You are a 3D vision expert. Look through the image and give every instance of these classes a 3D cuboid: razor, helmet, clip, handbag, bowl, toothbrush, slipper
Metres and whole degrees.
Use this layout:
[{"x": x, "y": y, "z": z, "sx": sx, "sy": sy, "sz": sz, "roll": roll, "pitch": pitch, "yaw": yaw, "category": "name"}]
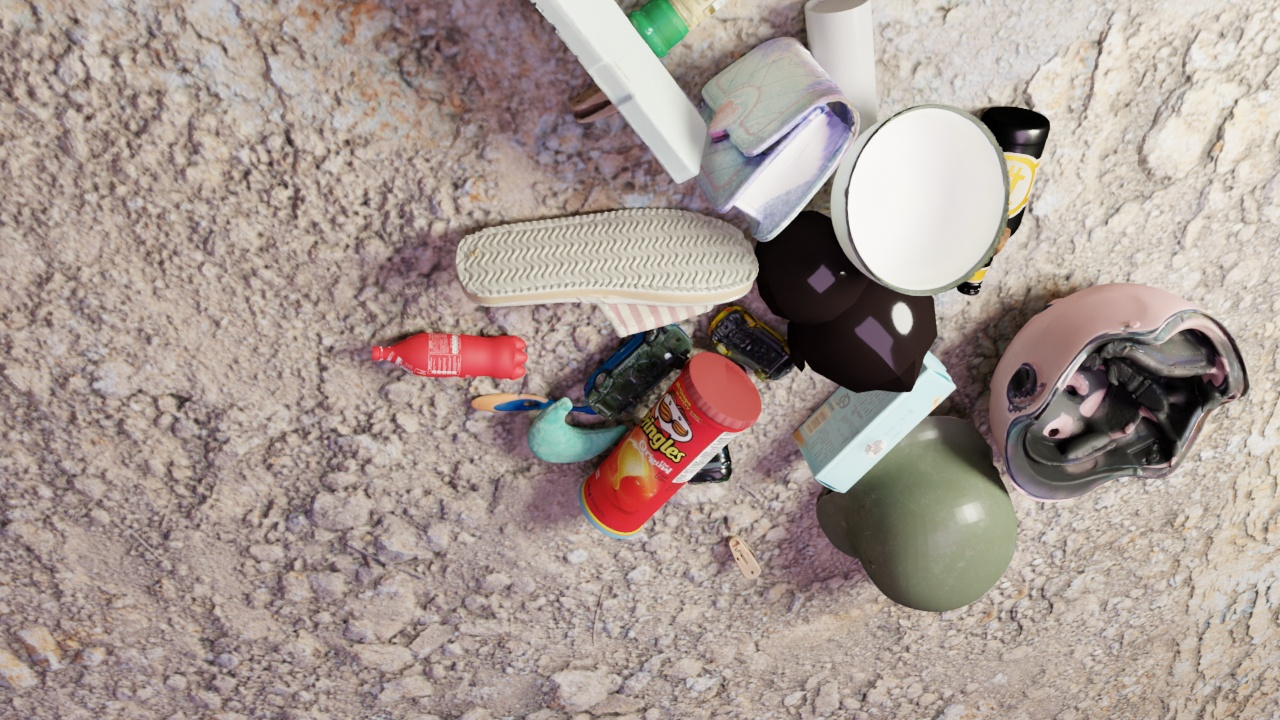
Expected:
[{"x": 0.083, "y": 0.070, "z": 0.962, "sx": 0.052, "sy": 0.064, "sz": 0.141, "roll": -10, "pitch": 127, "yaw": -44, "category": "razor"}, {"x": 0.474, "y": 0.026, "z": 0.969, "sx": 0.229, "sy": 0.152, "sz": 0.256, "roll": 12, "pitch": 123, "yaw": -24, "category": "helmet"}, {"x": 0.124, "y": 0.236, "z": 1.109, "sx": 0.026, "sy": 0.061, "sz": 0.049, "roll": -25, "pitch": 154, "yaw": 5, "category": "clip"}, {"x": 0.336, "y": 0.192, "z": 1.054, "sx": 0.227, "sy": 0.153, "sz": 0.268, "roll": -17, "pitch": 127, "yaw": -2, "category": "helmet"}, {"x": 0.096, "y": -0.185, "z": 0.724, "sx": 0.069, "sy": 0.158, "sz": 0.127, "roll": 29, "pitch": 116, "yaw": -27, "category": "handbag"}, {"x": 0.223, "y": -0.134, "z": 0.767, "sx": 0.153, "sy": 0.073, "sz": 0.153, "roll": -4, "pitch": 103, "yaw": -17, "category": "bowl"}, {"x": -0.104, "y": 0.044, "z": 0.931, "sx": 0.135, "sy": 0.017, "sz": 0.022, "roll": 3, "pitch": 120, "yaw": -13, "category": "toothbrush"}, {"x": -0.029, "y": -0.218, "z": 0.754, "sx": 0.061, "sy": 0.026, "sz": 0.050, "roll": 6, "pitch": 122, "yaw": -19, "category": "clip"}, {"x": -0.028, "y": -0.076, "z": 0.807, "sx": 0.262, "sy": 0.115, "sz": 0.052, "roll": -3, "pitch": 145, "yaw": -11, "category": "slipper"}]

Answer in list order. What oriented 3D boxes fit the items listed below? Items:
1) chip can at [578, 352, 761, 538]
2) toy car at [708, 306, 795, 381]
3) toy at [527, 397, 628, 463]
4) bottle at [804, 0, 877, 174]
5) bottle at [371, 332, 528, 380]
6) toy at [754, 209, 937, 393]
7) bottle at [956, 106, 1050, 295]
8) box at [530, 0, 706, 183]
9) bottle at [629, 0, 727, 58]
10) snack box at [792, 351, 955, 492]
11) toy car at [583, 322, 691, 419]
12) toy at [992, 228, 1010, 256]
[{"x": 0.025, "y": 0.090, "z": 0.925, "sx": 0.087, "sy": 0.087, "sz": 0.214, "roll": 20, "pitch": 130, "yaw": -26, "category": "chip can"}, {"x": 0.116, "y": -0.016, "z": 0.929, "sx": 0.107, "sy": 0.030, "sz": 0.049, "roll": 34, "pitch": 110, "yaw": -29, "category": "toy car"}, {"x": -0.072, "y": 0.075, "z": 0.942, "sx": 0.085, "sy": 0.033, "sz": 0.105, "roll": -37, "pitch": 140, "yaw": 26, "category": "toy"}, {"x": 0.177, "y": -0.211, "z": 0.790, "sx": 0.052, "sy": 0.052, "sz": 0.195, "roll": -16, "pitch": 127, "yaw": -2, "category": "bottle"}, {"x": -0.178, "y": -0.005, "z": 0.859, "sx": 0.141, "sy": 0.042, "sz": 0.042, "roll": 2, "pitch": 124, "yaw": -15, "category": "bottle"}, {"x": 0.182, "y": -0.058, "z": 0.845, "sx": 0.159, "sy": 0.140, "sz": 0.184, "roll": -39, "pitch": 123, "yaw": 20, "category": "toy"}, {"x": 0.333, "y": -0.144, "z": 0.871, "sx": 0.059, "sy": 0.059, "sz": 0.182, "roll": -5, "pitch": 126, "yaw": -10, "category": "bottle"}, {"x": -0.017, "y": -0.235, "z": 0.673, "sx": 0.044, "sy": 0.135, "sz": 0.197, "roll": -27, "pitch": 128, "yaw": 22, "category": "box"}, {"x": 0.044, "y": -0.286, "z": 0.711, "sx": 0.111, "sy": 0.043, "sz": 0.043, "roll": -38, "pitch": 125, "yaw": 13, "category": "bottle"}, {"x": 0.247, "y": 0.056, "z": 0.985, "sx": 0.053, "sy": 0.075, "sz": 0.175, "roll": 28, "pitch": 114, "yaw": -28, "category": "snack box"}, {"x": -0.005, "y": 0.005, "z": 0.907, "sx": 0.120, "sy": 0.043, "sz": 0.056, "roll": -41, "pitch": 124, "yaw": 12, "category": "toy car"}, {"x": 0.280, "y": -0.135, "z": 0.839, "sx": 0.112, "sy": 0.067, "sz": 0.087, "roll": 27, "pitch": 118, "yaw": 0, "category": "toy"}]
